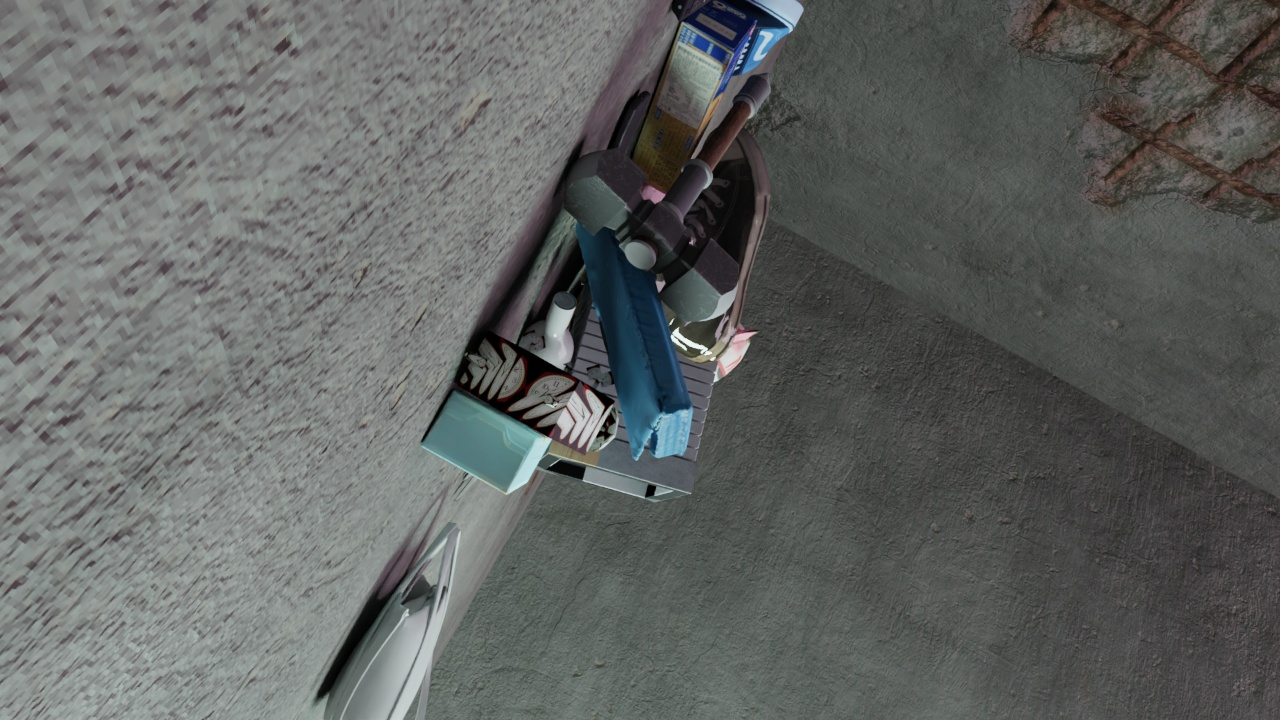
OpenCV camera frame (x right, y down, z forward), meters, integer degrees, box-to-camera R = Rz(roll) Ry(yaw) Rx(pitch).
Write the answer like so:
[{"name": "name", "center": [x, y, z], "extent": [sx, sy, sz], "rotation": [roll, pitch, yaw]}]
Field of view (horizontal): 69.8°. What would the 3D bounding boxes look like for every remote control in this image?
[{"name": "remote control", "center": [0.053, -0.310, 0.755], "extent": [0.032, 0.015, 0.136], "rotation": [-61, 177, 37]}, {"name": "remote control", "center": [-0.023, -0.176, 0.797], "extent": [0.125, 0.009, 0.046], "rotation": [-62, 179, 39]}]

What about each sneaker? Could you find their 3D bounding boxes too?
[{"name": "sneaker", "center": [0.042, -0.126, 0.857], "extent": [0.095, 0.119, 0.234], "rotation": [7, -102, 50]}, {"name": "sneaker", "center": [0.107, -0.337, 0.959], "extent": [0.098, 0.083, 0.241], "rotation": [-62, -178, 12]}]

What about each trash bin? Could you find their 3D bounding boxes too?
[{"name": "trash bin", "center": [-0.006, 0.006, 0.960], "extent": [0.143, 0.142, 0.246], "rotation": [139, -33, -72]}]

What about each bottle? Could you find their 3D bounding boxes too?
[{"name": "bottle", "center": [-0.097, 0.004, 0.887], "extent": [0.052, 0.052, 0.196], "rotation": [-61, 179, -41]}]

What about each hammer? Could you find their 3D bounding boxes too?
[{"name": "hammer", "center": [0.060, -0.174, 0.766], "extent": [0.043, 0.156, 0.321], "rotation": [-36, -164, 44]}]

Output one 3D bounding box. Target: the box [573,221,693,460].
[{"name": "box", "center": [-0.011, -0.040, 0.727], "extent": [0.093, 0.048, 0.231], "rotation": [92, -15, -64]}]

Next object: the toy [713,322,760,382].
[{"name": "toy", "center": [0.043, -0.003, 1.145], "extent": [0.213, 0.084, 0.142], "rotation": [-17, 165, 1]}]

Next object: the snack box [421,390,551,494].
[{"name": "snack box", "center": [-0.121, 0.067, 0.756], "extent": [0.053, 0.075, 0.175], "rotation": [-62, 179, -6]}]

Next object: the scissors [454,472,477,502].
[{"name": "scissors", "center": [-0.170, 0.099, 1.105], "extent": [0.162, 0.016, 0.225], "rotation": [-61, 178, 7]}]

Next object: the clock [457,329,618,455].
[{"name": "clock", "center": [-0.069, 0.022, 0.712], "extent": [0.065, 0.115, 0.154], "rotation": [-61, 162, -5]}]

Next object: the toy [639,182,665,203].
[{"name": "toy", "center": [0.003, -0.177, 1.000], "extent": [0.093, 0.050, 0.102], "rotation": [-59, 179, -7]}]

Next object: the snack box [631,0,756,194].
[{"name": "snack box", "center": [0.044, -0.249, 0.878], "extent": [0.057, 0.056, 0.207], "rotation": [-58, 178, -31]}]

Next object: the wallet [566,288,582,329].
[{"name": "wallet", "center": [-0.074, -0.074, 1.149], "extent": [0.088, 0.013, 0.120], "rotation": [-56, -178, 26]}]

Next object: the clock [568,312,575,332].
[{"name": "clock", "center": [-0.101, 0.022, 1.086], "extent": [0.103, 0.056, 0.148], "rotation": [-51, 171, -44]}]

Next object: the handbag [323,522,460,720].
[{"name": "handbag", "center": [-0.224, 0.268, 0.905], "extent": [0.216, 0.095, 0.222], "rotation": [132, -18, -83]}]
